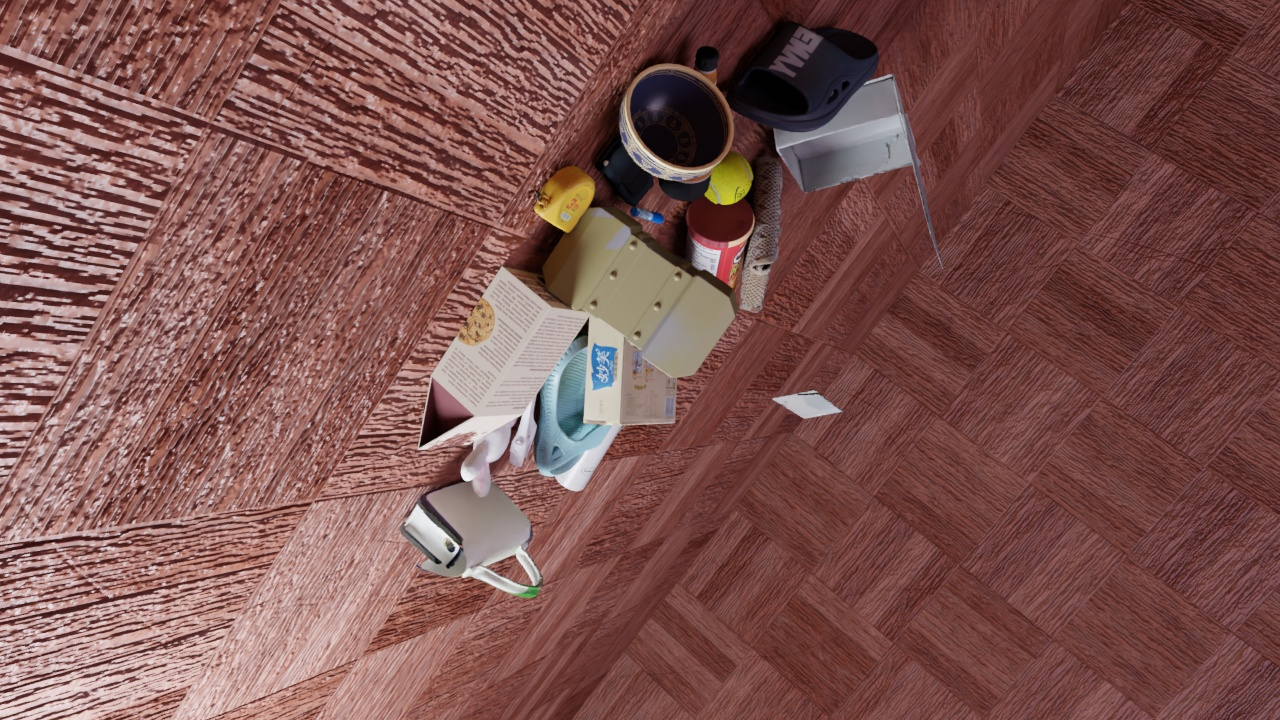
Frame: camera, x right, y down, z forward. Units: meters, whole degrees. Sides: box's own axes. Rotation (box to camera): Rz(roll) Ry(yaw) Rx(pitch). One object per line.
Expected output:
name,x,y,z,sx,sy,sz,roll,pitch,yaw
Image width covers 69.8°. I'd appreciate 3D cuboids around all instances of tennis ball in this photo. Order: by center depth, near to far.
tennis ball,0.104,-0.224,1.124,0.065,0.065,0.065,-44,161,-20

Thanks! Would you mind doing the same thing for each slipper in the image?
slipper,0.205,-0.347,1.065,0.267,0.111,0.083,-40,156,-38
slipper,-0.085,0.075,1.220,0.115,0.069,0.277,-38,152,-32

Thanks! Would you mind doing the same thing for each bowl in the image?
bowl,0.027,-0.224,0.897,0.112,0.112,0.061,-42,-177,-26

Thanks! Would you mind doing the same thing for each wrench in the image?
wrench,-0.129,0.027,1.097,0.066,0.018,0.274,-72,178,-49

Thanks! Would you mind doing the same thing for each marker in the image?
marker,0.008,-0.166,1.049,0.013,0.013,0.141,-55,173,12

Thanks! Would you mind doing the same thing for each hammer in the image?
hammer,0.019,-0.095,1.073,0.101,0.190,0.324,-55,179,13

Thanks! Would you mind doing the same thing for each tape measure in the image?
tape measure,-0.073,-0.160,0.888,0.059,0.030,0.068,-53,164,7

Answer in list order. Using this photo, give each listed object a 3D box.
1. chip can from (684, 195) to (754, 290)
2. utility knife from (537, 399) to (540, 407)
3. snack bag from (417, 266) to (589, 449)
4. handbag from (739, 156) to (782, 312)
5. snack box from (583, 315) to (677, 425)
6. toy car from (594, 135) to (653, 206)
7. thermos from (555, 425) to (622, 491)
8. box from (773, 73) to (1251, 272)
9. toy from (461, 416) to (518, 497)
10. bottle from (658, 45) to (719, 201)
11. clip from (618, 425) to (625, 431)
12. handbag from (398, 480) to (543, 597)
chip can,0.098,-0.133,1.255,0.086,0.087,0.214,-43,161,-22
utility knife,-0.115,0.082,1.280,0.031,0.015,0.207,-50,162,-11
snack bag,-0.153,0.010,0.965,0.206,0.070,0.094,-55,161,12
handbag,0.169,-0.172,1.265,0.124,0.047,0.185,94,3,-65
snack box,-0.007,0.007,1.209,0.207,0.055,0.153,7,86,-68
toy car,-0.012,-0.195,0.956,0.046,0.034,0.112,-51,162,0
thermos,-0.058,0.098,1.385,0.052,0.052,0.225,-17,142,-59
box,0.427,-0.226,1.134,0.234,0.528,0.167,-56,154,4
toy,-0.181,0.100,1.115,0.076,0.037,0.125,86,25,-60
bottle,0.058,-0.251,0.972,0.059,0.059,0.182,-41,159,-28
clip,-0.054,0.118,1.484,0.076,0.023,0.043,-47,163,-3
handbag,-0.194,0.235,1.132,0.074,0.176,0.151,-55,162,18
